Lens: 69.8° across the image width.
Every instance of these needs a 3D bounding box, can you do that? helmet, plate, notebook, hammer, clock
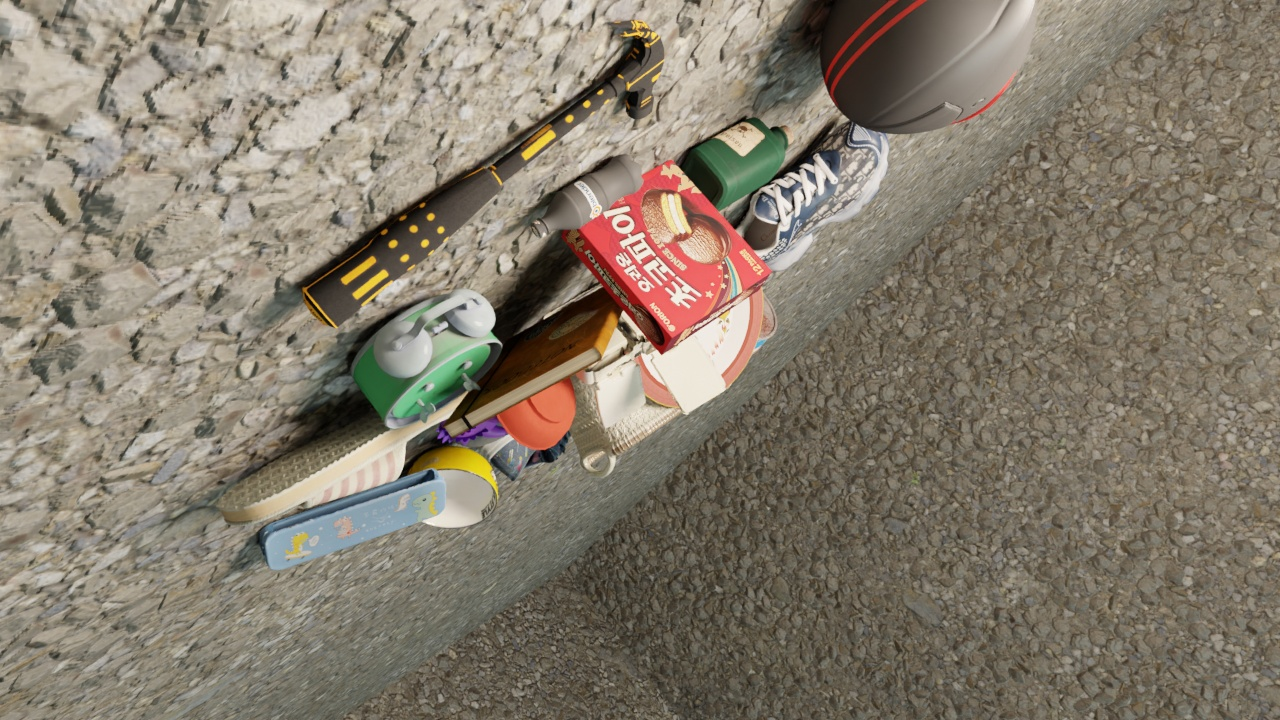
[{"bbox_3d":[0.255,-0.297,0.837,0.169,0.164,0.265,-21,171,-26],"label":"helmet"},{"bbox_3d":[0.066,-0.051,1.186,0.229,0.021,0.230,-12,112,-32],"label":"plate"},{"bbox_3d":[-0.095,-0.012,0.895,0.179,0.014,0.248,-28,-165,16],"label":"notebook"},{"bbox_3d":[-0.106,-0.134,0.660,0.320,0.036,0.123,-40,168,-11],"label":"hammer"},{"bbox_3d":[-0.179,-0.005,0.791,0.121,0.075,0.162,-33,170,-31],"label":"clock"}]

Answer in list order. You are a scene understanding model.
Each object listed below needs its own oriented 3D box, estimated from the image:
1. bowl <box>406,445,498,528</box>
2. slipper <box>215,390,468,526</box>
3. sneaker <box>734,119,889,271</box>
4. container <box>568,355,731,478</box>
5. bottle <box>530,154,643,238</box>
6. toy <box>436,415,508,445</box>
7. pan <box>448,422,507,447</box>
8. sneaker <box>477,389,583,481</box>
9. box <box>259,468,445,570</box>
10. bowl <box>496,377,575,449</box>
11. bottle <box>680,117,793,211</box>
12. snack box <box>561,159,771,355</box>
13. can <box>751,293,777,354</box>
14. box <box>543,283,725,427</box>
[{"bbox_3d":[-0.239,0.151,1.159,0.117,0.067,0.117,-4,132,-5],"label":"bowl"},{"bbox_3d":[-0.264,0.091,0.863,0.115,0.052,0.262,-5,-160,42],"label":"slipper"},{"bbox_3d":[0.203,-0.208,1.194,0.132,0.103,0.270,-17,159,-46],"label":"sneaker"},{"bbox_3d":[-0.001,0.041,1.295,0.245,0.143,0.185,-33,180,-31],"label":"container"},{"bbox_3d":[-0.047,-0.140,0.797,0.109,0.036,0.036,-36,167,-19],"label":"bottle"},{"bbox_3d":[-0.187,0.060,1.025,0.088,0.055,0.106,-23,132,19],"label":"toy"},{"bbox_3d":[-0.091,-0.003,1.154,0.356,0.041,0.179,-37,168,-13],"label":"pan"},{"bbox_3d":[-0.131,0.107,1.342,0.234,0.079,0.088,-24,161,-52],"label":"sneaker"},{"bbox_3d":[-0.316,0.180,1.031,0.209,0.049,0.066,-18,153,-32],"label":"box"},{"bbox_3d":[-0.112,0.037,1.026,0.035,0.122,0.121,-21,-179,35],"label":"bowl"},{"bbox_3d":[0.109,-0.211,0.955,0.131,0.061,0.061,-34,169,-27],"label":"bottle"},{"bbox_3d":[0.025,-0.102,0.878,0.132,0.152,0.036,-34,167,-27],"label":"snack box"},{"bbox_3d":[0.143,-0.071,1.403,0.129,0.130,0.044,-27,163,-46],"label":"can"},{"bbox_3d":[-0.012,-0.005,1.055,0.145,0.185,0.095,-28,174,-18],"label":"box"}]
